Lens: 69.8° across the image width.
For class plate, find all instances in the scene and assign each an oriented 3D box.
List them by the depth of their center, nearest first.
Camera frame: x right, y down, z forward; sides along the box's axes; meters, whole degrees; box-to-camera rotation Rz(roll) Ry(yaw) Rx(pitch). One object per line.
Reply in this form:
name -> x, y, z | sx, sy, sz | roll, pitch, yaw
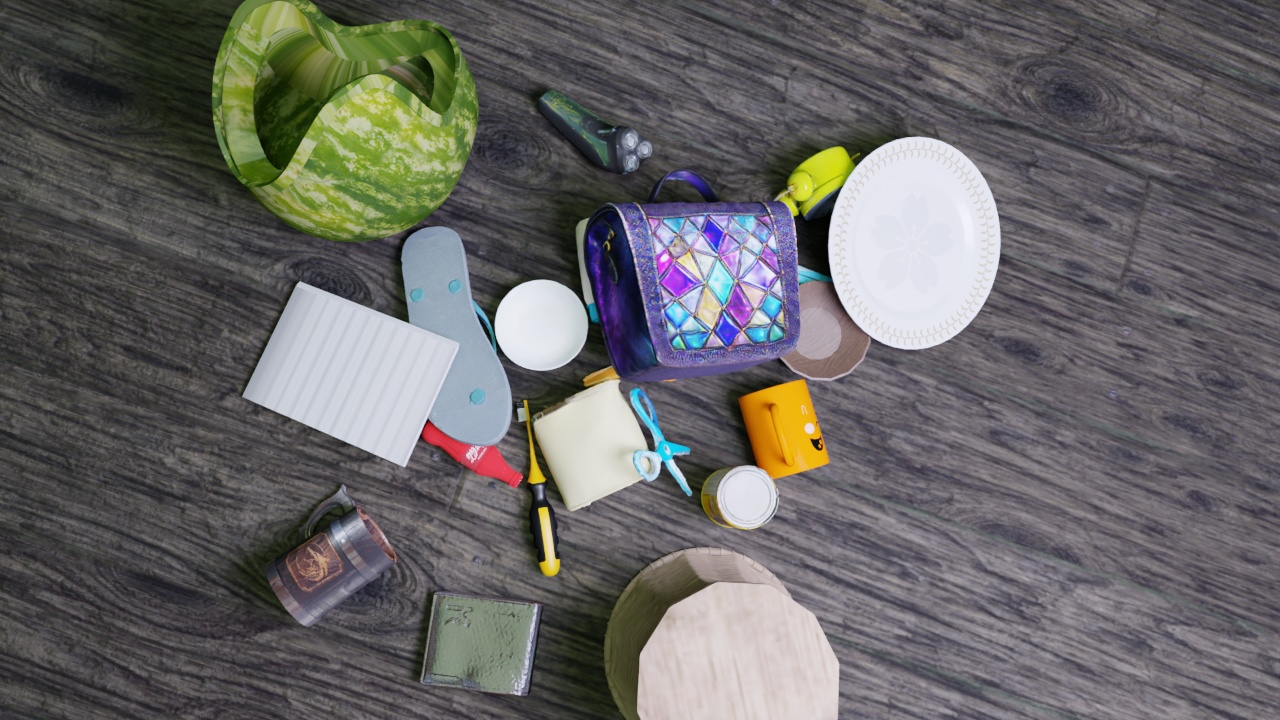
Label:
plate -> -0.112, -0.038, 1.043 | 0.104, 0.026, 0.104 | 1, 81, -4
plate -> 0.317, -0.134, 1.063 | 0.242, 0.016, 0.242 | -2, 96, -22

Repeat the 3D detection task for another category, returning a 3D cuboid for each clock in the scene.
clock -> 0.204, -0.199, 1.063 | 0.119, 0.083, 0.057 | -25, 79, -11

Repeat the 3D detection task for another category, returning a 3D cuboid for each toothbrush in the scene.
toothbrush -> -0.114, 0.140, 1.018 | 0.030, 0.031, 0.196 | -7, 78, -16

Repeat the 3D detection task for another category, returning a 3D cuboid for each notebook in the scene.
notebook -> -0.317, 0.011, 1.000 | 0.210, 0.009, 0.142 | 20, 81, 14

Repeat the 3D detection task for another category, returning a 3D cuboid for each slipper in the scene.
slipper -> -0.213, -0.022, 1.027 | 0.098, 0.055, 0.268 | -18, 73, -5

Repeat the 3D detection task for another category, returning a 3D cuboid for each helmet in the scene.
helmet -> -0.293, -0.239, 0.951 | 0.213, 0.246, 0.244 | 42, 120, 22

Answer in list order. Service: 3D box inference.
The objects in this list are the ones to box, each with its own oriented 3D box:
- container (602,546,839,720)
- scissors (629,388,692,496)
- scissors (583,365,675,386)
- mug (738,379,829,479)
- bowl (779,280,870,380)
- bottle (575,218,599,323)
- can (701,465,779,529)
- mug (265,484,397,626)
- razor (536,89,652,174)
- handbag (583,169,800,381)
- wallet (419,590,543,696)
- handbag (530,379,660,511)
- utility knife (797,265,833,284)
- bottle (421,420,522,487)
container -> 0.081, 0.309, 0.923 | 0.227, 0.196, 0.226 | 1, 82, -5
scissors -> 0.019, 0.087, 0.994 | 0.011, 0.134, 0.137 | -28, 72, 26
scissors -> -0.008, 0.004, 1.052 | 0.128, 0.013, 0.064 | -16, 83, -8
mug -> 0.155, 0.077, 1.005 | 0.078, 0.112, 0.096 | -17, 83, 12
bowl -> 0.206, -0.033, 1.066 | 0.118, 0.030, 0.117 | 1, 82, -5
bottle -> -0.041, -0.088, 1.043 | 0.051, 0.051, 0.146 | -7, 83, -6
can -> 0.106, 0.148, 0.994 | 0.067, 0.105, 0.067 | 1, 82, -5
mug -> -0.333, 0.202, 0.973 | 0.107, 0.080, 0.116 | -35, 60, -10
razor -> -0.056, -0.271, 1.063 | 0.151, 0.067, 0.053 | 38, 66, 10
handbag -> 0.057, -0.096, 0.989 | 0.204, 0.126, 0.222 | -5, 83, -24
wallet -> -0.171, 0.305, 0.989 | 0.120, 0.031, 0.099 | 8, 78, -2
handbag -> -0.052, 0.091, 1.006 | 0.111, 0.081, 0.119 | -25, 86, 0
utility knife -> 0.252, -0.081, 1.086 | 0.181, 0.015, 0.022 | 17, 84, -5
bottle -> -0.183, 0.102, 1.012 | 0.119, 0.036, 0.036 | 33, 81, 0
